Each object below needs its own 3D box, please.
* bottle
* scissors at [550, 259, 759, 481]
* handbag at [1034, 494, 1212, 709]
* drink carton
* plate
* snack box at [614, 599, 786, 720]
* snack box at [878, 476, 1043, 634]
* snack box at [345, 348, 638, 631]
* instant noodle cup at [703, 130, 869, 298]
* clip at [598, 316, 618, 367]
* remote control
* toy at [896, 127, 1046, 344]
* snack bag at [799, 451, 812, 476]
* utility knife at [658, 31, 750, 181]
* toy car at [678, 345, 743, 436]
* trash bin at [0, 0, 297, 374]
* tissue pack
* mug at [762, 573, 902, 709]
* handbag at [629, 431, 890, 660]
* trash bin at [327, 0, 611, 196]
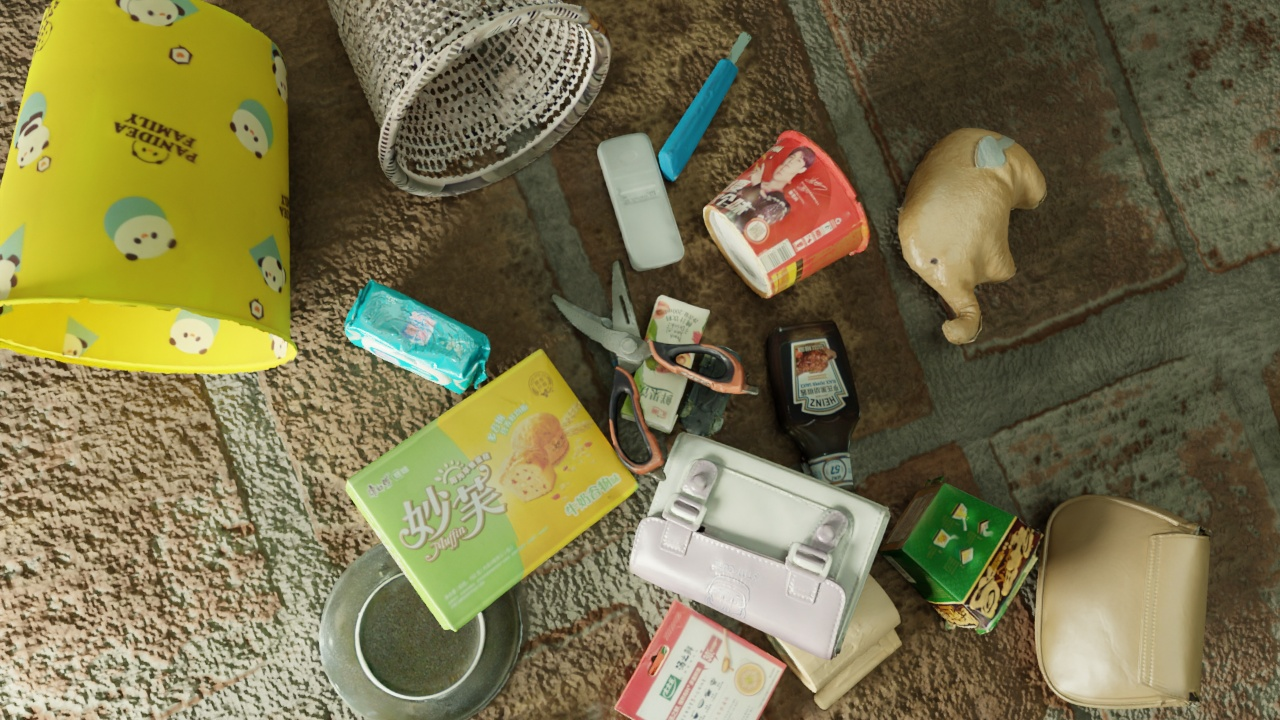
[{"bbox_3d":[0.175,0.059,0.891,0.080,0.044,0.194,-7,75,-11],"label":"bottle"},{"bbox_3d":[0.000,0.005,0.844,0.227,0.015,0.188,20,72,16],"label":"scissors"},{"bbox_3d":[0.471,0.237,0.897,0.099,0.148,0.204,16,80,-47],"label":"handbag"},{"bbox_3d":[0.023,0.005,0.883,0.053,0.045,0.122,18,79,2],"label":"drink carton"},{"bbox_3d":[-0.196,0.244,0.825,0.179,0.024,0.179,1,83,-10],"label":"plate"},{"bbox_3d":[0.052,0.300,0.855,0.127,0.044,0.113,33,79,-7],"label":"snack box"},{"bbox_3d":[0.301,0.185,0.890,0.105,0.118,0.117,35,77,8],"label":"snack box"},{"bbox_3d":[-0.130,0.112,0.816,0.209,0.070,0.157,-36,91,-21],"label":"snack box"},{"bbox_3d":[0.133,-0.134,0.880,0.108,0.138,0.138,-35,91,-5],"label":"instant noodle cup"},{"bbox_3d":[-0.027,-0.017,0.892,0.024,0.026,0.056,-36,103,-10],"label":"clip"},{"bbox_3d":[0.000,-0.157,0.910,0.055,0.020,0.136,-17,86,-12],"label":"remote control"},{"bbox_3d":[0.327,-0.129,0.940,0.143,0.082,0.225,23,82,1],"label":"toy"},{"bbox_3d":[0.176,0.141,0.906,0.045,0.026,0.105,6,79,-3],"label":"snack bag"},{"bbox_3d":[0.069,-0.264,0.932,0.187,0.018,0.034,-60,141,-16],"label":"utility knife"},{"bbox_3d":[0.067,0.030,0.895,0.043,0.034,0.090,22,82,-10],"label":"toy car"},{"bbox_3d":[-0.390,-0.135,0.738,0.229,0.230,0.255,1,78,-11],"label":"trash bin"},{"bbox_3d":[-0.196,-0.016,0.820,0.133,0.093,0.050,26,75,-6],"label":"tissue pack"},{"bbox_3d":[0.187,0.263,0.875,0.103,0.084,0.125,-37,118,-11],"label":"mug"},{"bbox_3d":[0.104,0.163,0.821,0.197,0.098,0.145,19,87,21],"label":"handbag"},{"bbox_3d":[-0.170,-0.289,0.809,0.227,0.228,0.192,-31,77,-13],"label":"trash bin"}]
